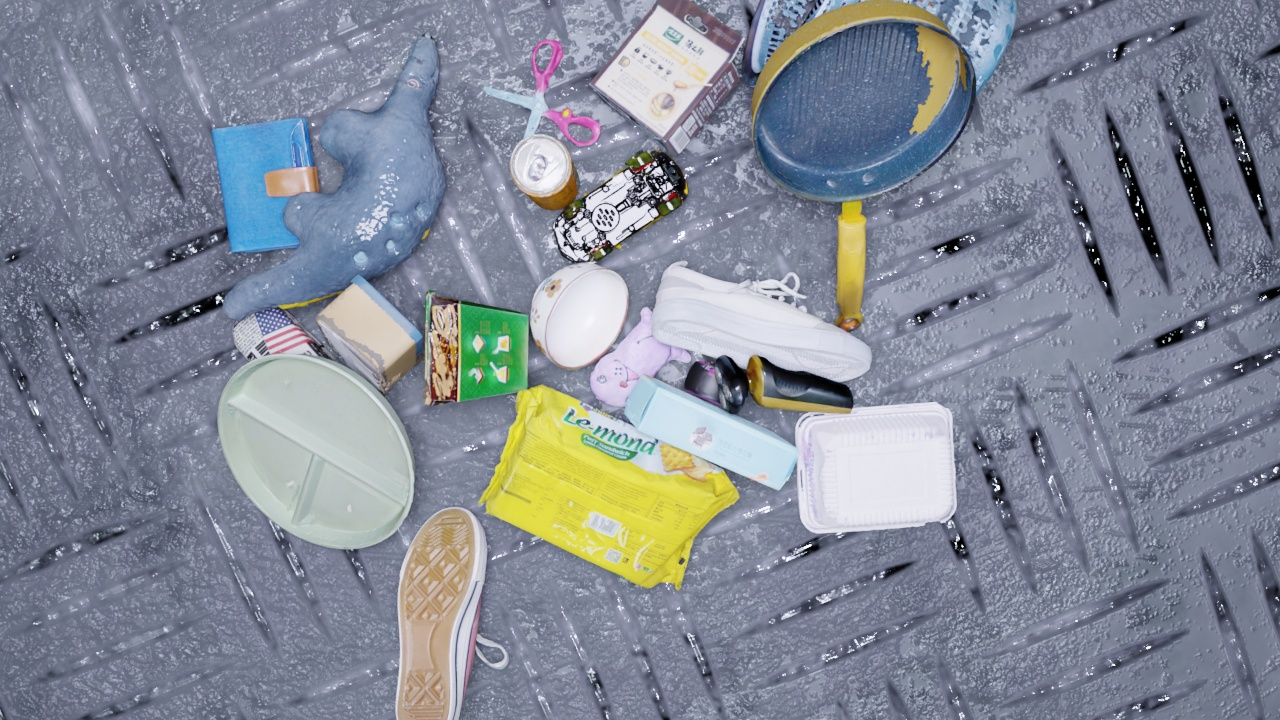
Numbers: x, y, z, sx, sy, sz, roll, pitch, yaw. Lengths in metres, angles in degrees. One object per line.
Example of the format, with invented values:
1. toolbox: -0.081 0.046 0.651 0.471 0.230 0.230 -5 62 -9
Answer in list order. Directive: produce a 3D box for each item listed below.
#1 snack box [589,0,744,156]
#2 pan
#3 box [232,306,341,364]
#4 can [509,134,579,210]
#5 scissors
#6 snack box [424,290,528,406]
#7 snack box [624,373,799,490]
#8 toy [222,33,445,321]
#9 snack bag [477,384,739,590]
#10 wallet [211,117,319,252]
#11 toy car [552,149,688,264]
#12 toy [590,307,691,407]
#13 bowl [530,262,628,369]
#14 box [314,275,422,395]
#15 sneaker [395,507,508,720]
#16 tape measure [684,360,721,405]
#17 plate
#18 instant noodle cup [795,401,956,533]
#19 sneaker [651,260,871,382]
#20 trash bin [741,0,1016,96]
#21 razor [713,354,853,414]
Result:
1. snack box: 0.030 -0.293 0.931 0.113 0.053 0.126 42 94 21
2. pan: 0.205 -0.166 0.877 0.198 0.358 0.078 -7 53 2
3. box: -0.362 0.008 0.985 0.072 0.060 0.164 -43 95 -17
4. can: -0.093 -0.185 0.913 0.058 0.146 0.058 0 94 0
5. scissors: -0.102 -0.273 0.972 0.133 0.017 0.133 18 98 2
6. snack box: -0.170 -0.014 0.953 0.105 0.118 0.117 0 95 -13
7. snack box: 0.073 0.074 0.957 0.174 0.074 0.051 24 94 -15
8. toy: -0.278 -0.169 0.937 0.138 0.091 0.356 30 84 -1
9. snack bag: -0.040 0.141 0.956 0.246 0.068 0.158 25 119 -4
10. wallet: -0.391 -0.183 0.967 0.106 0.040 0.133 -6 97 4
11. toy car: -0.023 -0.161 0.968 0.156 0.041 0.071 -35 94 3
12. toy: -0.006 0.006 0.985 0.108 0.039 0.084 -45 116 2
13. bowl: -0.073 -0.053 0.956 0.062 0.113 0.113 31 95 35
14. box: -0.266 -0.021 0.907 0.090 0.184 0.062 45 72 -6
15. sneaker: -0.206 0.282 0.985 0.118 0.088 0.240 -1 71 11
16. tape measure: 0.078 0.023 0.977 0.058 0.057 0.039 23 90 -11
17. plate: -0.335 0.095 0.956 0.230 0.027 0.230 7 115 14
18. instant noodle cup: 0.259 0.120 0.987 0.173 0.060 0.138 -4 95 1
19. sneaker: 0.129 -0.043 0.965 0.242 0.090 0.090 15 61 -14
20. trash bin: 0.236 -0.331 0.884 0.195 0.226 0.226 22 94 -15
21. razor: 0.151 0.033 0.951 0.167 0.062 0.068 10 123 -27
